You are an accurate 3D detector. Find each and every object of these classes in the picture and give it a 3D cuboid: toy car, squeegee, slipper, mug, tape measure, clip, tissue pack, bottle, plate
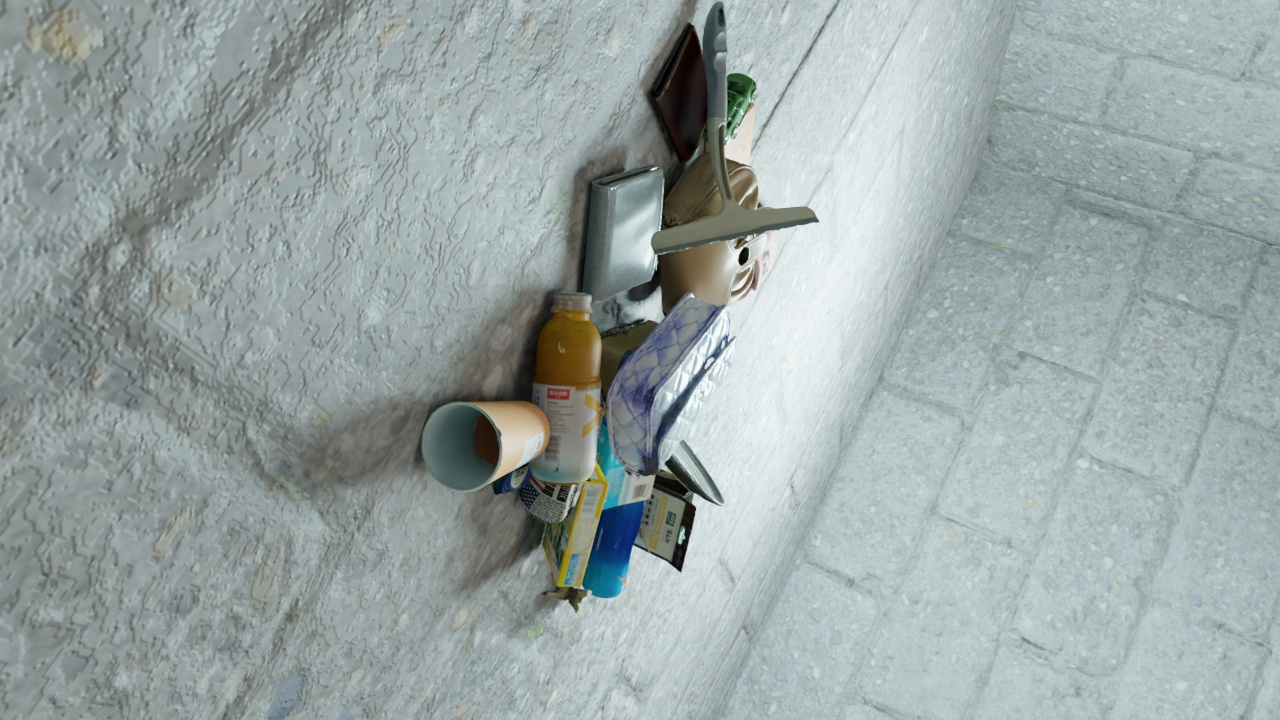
[{"bbox_3d":[0.101,-0.293,1.062,0.091,0.043,0.036,-63,158,-12],"label":"toy car"},{"bbox_3d":[0.086,-0.253,0.986,0.245,0.039,0.247,-16,105,-35],"label":"squeegee"},{"bbox_3d":[0.152,-0.143,1.317,0.273,0.054,0.114,-39,145,-50],"label":"slipper"},{"bbox_3d":[-0.133,0.071,0.835,0.122,0.078,0.078,-9,119,-70],"label":"mug"},{"bbox_3d":[-0.130,0.108,0.940,0.058,0.025,0.054,-18,126,-68],"label":"tape measure"},{"bbox_3d":[-0.082,0.313,1.206,0.035,0.092,0.103,-61,147,-15],"label":"clip"},{"bbox_3d":[-0.028,0.116,1.114,0.089,0.063,0.140,-6,117,-39],"label":"tissue pack"},{"bbox_3d":[-0.073,0.027,0.912,0.067,0.068,0.189,-14,110,-64],"label":"bottle"},{"bbox_3d":[0.047,0.125,1.207,0.024,0.179,0.179,-39,159,5],"label":"plate"},{"bbox_3d":[-0.030,0.214,1.225,0.065,0.065,0.219,-29,137,-58],"label":"bottle"}]

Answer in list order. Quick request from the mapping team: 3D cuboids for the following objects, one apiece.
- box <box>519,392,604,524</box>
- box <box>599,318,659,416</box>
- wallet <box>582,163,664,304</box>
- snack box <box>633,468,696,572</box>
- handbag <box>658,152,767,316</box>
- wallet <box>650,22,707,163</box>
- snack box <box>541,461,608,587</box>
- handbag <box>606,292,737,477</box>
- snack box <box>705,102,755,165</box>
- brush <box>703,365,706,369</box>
[{"bbox_3d":[-0.082,0.097,0.991,0.057,0.071,0.164,7,109,-47],"label":"box"},{"bbox_3d":[-0.006,0.006,1.087,0.183,0.060,0.090,-24,134,-58],"label":"box"},{"bbox_3d":[-0.018,-0.133,0.951,0.106,0.037,0.130,-28,136,-43],"label":"wallet"},{"bbox_3d":[0.022,0.211,1.262,0.053,0.126,0.113,-37,143,-56],"label":"snack box"},{"bbox_3d":[0.085,-0.137,1.097,0.147,0.100,0.205,-44,147,-29],"label":"handbag"},{"bbox_3d":[0.049,-0.284,0.984,0.096,0.020,0.122,-67,158,-14],"label":"wallet"},{"bbox_3d":[-0.078,0.179,1.059,0.033,0.087,0.140,9,109,-23],"label":"snack box"},{"bbox_3d":[0.039,0.025,1.031,0.193,0.076,0.134,-50,153,-36],"label":"handbag"},{"bbox_3d":[0.109,-0.239,1.158,0.084,0.026,0.157,-49,152,-37],"label":"snack box"},{"bbox_3d":[0.059,0.026,1.244,0.069,0.063,0.146,-41,157,-2],"label":"brush"}]
